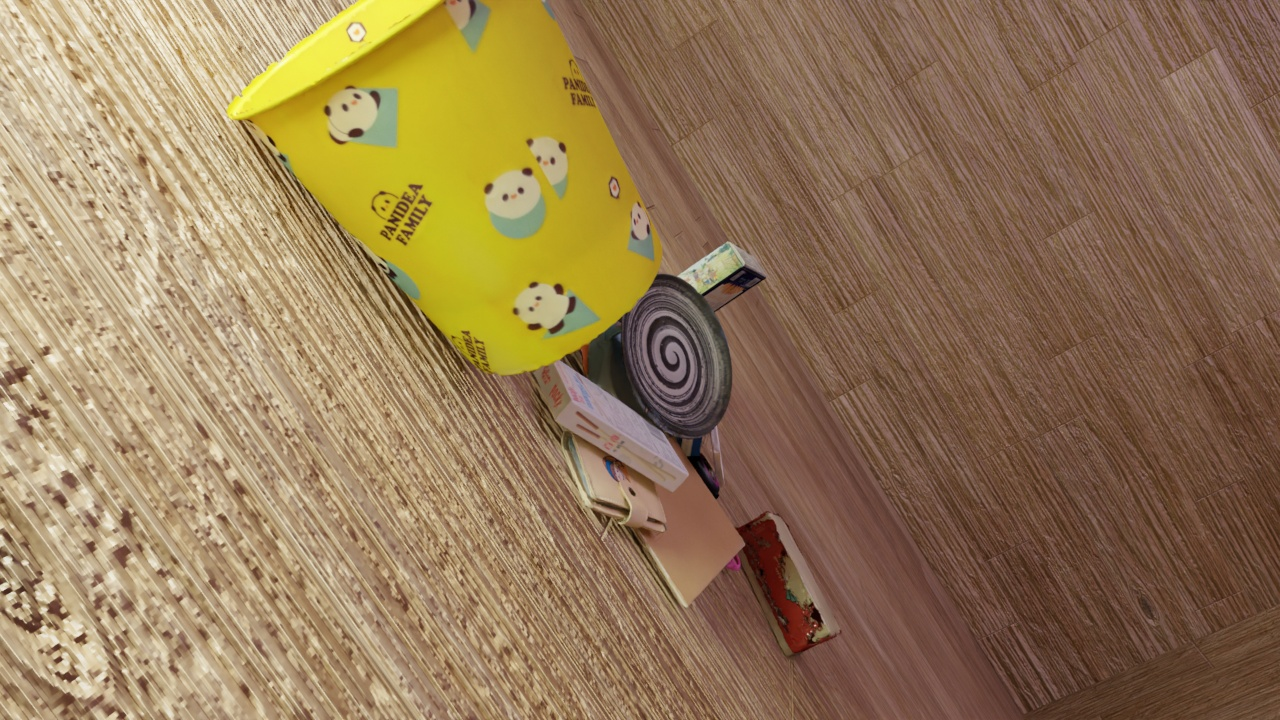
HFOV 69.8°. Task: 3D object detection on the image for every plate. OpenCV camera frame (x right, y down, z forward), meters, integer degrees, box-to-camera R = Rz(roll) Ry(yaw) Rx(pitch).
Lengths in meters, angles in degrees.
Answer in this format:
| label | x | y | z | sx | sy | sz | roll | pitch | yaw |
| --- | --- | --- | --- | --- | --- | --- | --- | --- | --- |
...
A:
| label | x | y | z | sx | sy | sz | roll | pitch | yaw |
| --- | --- | --- | --- | --- | --- | --- | --- | --- | --- |
| plate | 0.035 | -0.003 | 0.973 | 0.179 | 0.024 | 0.179 | 20 | 62 | -43 |

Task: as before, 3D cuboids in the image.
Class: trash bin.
| label | x | y | z | sx | sy | sz | roll | pitch | yaw |
| --- | --- | --- | --- | --- | --- | --- | --- | --- | --- |
| trash bin | -0.122 | -0.141 | 0.675 | 0.255 | 0.230 | 0.229 | 57 | 13 | -31 |

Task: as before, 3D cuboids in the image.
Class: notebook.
| label | x | y | z | sx | sy | sz | roll | pitch | yaw |
| --- | --- | --- | --- | --- | --- | --- | --- | --- | --- |
| notebook | 0.039 | 0.157 | 0.941 | 0.148 | 0.008 | 0.207 | 56 | 20 | 8 |
| notebook | 0.087 | 0.065 | 1.137 | 0.209 | 0.012 | 0.150 | 70 | 14 | -71 |

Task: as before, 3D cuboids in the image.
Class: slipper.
| label | x | y | z | sx | sy | sz | roll | pitch | yaw |
| --- | --- | --- | --- | --- | --- | --- | --- | --- | --- |
| slipper | -0.006 | 0.006 | 1.036 | 0.104 | 0.074 | 0.245 | 53 | 17 | -19 |

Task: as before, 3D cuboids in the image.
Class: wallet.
| label | x | y | z | sx | sy | sz | roll | pitch | yaw |
| --- | --- | --- | --- | --- | --- | --- | --- | --- | --- |
| wallet | -0.020 | 0.113 | 0.838 | 0.115 | 0.024 | 0.087 | 31 | 31 | -48 |

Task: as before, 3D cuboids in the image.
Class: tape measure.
| label | x | y | z | sx | sy | sz | roll | pitch | yaw |
| --- | --- | --- | --- | --- | --- | --- | --- | --- | --- |
| tape measure | 0.065 | 0.139 | 1.078 | 0.058 | 0.039 | 0.057 | 56 | 10 | -33 |

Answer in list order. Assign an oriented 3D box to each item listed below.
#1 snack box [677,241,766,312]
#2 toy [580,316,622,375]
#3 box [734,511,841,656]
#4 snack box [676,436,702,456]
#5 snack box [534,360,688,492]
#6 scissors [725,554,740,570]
| label | x | y | z | sx | sy | sz | roll | pitch | yaw |
| --- | --- | --- | --- | --- | --- | --- | --- | --- | --- |
| snack box | 0.081 | -0.093 | 1.312 | 0.046 | 0.183 | 0.177 | 59 | 14 | 9 |
| toy | -0.074 | -0.092 | 0.949 | 0.246 | 0.090 | 0.226 | 11 | 57 | -58 |
| box | 0.185 | 0.271 | 1.135 | 0.168 | 0.077 | 0.091 | 64 | 14 | 22 |
| snack box | 0.052 | 0.029 | 1.089 | 0.157 | 0.026 | 0.085 | -99 | -169 | -48 |
| snack box | -0.026 | 0.060 | 0.860 | 0.156 | 0.027 | 0.084 | 35 | 12 | -33 |
| scissors | 0.081 | 0.189 | 1.080 | 0.057 | 0.017 | 0.133 | 32 | 25 | -41 |
